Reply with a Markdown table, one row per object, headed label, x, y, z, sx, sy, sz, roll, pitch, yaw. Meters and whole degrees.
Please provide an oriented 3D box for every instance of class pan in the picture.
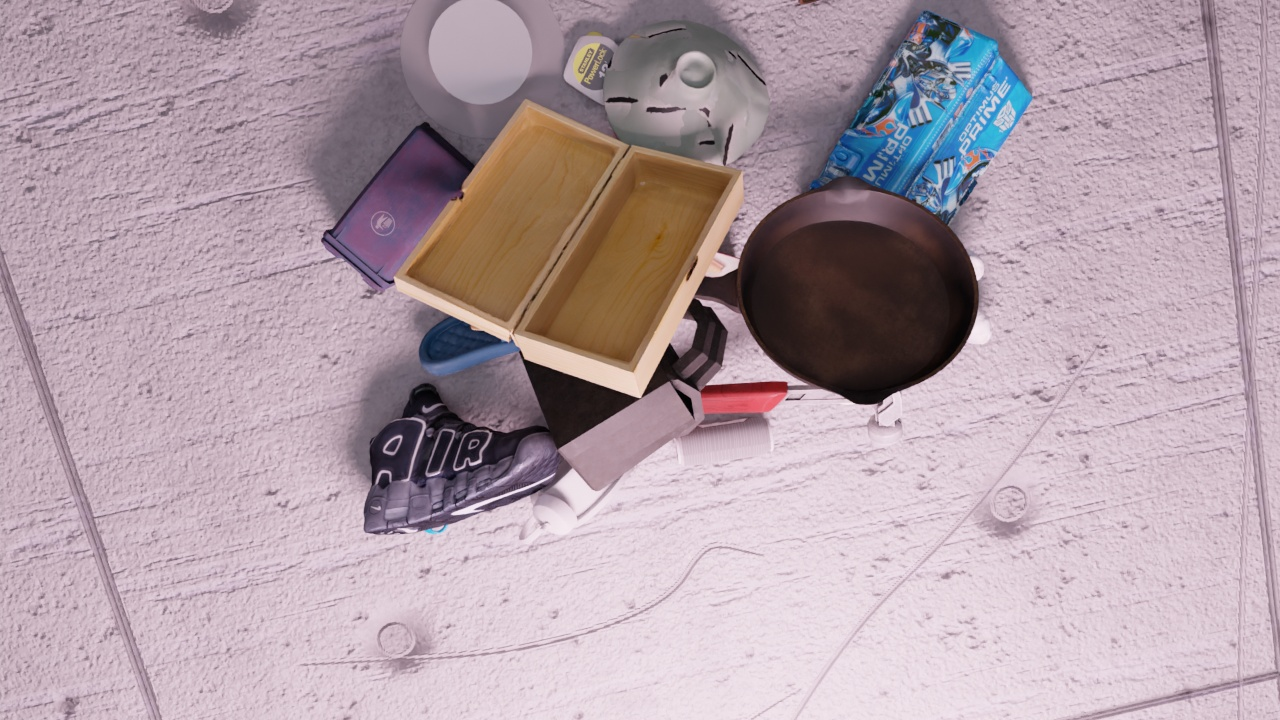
| label | x | y | z | sx | sy | sz | roll | pitch | yaw |
| --- | --- | --- | --- | --- | --- | --- | --- | --- | --- |
| pan | 0.143 | -0.065 | 0.899 | 0.356 | 0.043 | 0.248 | 0 | 66 | 3 |

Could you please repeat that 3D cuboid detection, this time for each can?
| label | x | y | z | sx | sy | sz | roll | pitch | yaw |
| --- | --- | --- | --- | --- | --- | --- | --- | --- | --- |
| can | 0.093 | 0.091 | 1.029 | 0.106 | 0.044 | 0.044 | -8 | 100 | -1 |

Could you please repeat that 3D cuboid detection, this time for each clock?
| label | x | y | z | sx | sy | sz | roll | pitch | yaw |
| --- | --- | --- | --- | --- | --- | --- | --- | --- | --- |
| clock | -0.070 | 0.141 | 0.997 | 0.061 | 0.120 | 0.159 | 44 | 87 | -9 |

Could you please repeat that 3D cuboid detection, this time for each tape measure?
| label | x | y | z | sx | sy | sz | roll | pitch | yaw |
| --- | --- | --- | --- | --- | --- | --- | --- | --- | --- |
| tape measure | -0.044 | -0.309 | 0.971 | 0.065 | 0.016 | 0.064 | 27 | 97 | -6 |

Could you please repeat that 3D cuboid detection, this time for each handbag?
| label | x | y | z | sx | sy | sz | roll | pitch | yaw |
| --- | --- | --- | --- | --- | --- | --- | --- | --- | --- |
| handbag | -0.005 | 0.006 | 0.948 | 0.199 | 0.197 | 0.102 | -31 | 132 | 3 |

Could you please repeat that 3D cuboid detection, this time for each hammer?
| label | x | y | z | sx | sy | sz | roll | pitch | yaw |
| --- | --- | --- | --- | --- | --- | --- | --- | --- | --- |
| hammer | 0.114 | 0.038 | 0.979 | 0.316 | 0.036 | 0.126 | -3 | 132 | 16 |

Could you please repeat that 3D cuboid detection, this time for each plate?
| label | x | y | z | sx | sy | sz | roll | pitch | yaw |
| --- | --- | --- | --- | --- | --- | --- | --- | --- | --- |
| plate | -0.167 | -0.322 | 0.962 | 0.173 | 0.019 | 0.173 | 0 | 99 | -2 |

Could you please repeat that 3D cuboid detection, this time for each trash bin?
| label | x | y | z | sx | sy | sz | roll | pitch | yaw |
| --- | --- | --- | --- | --- | --- | --- | --- | --- | --- |
| trash bin | -0.245 | -0.157 | 0.955 | 0.094 | 0.092 | 0.161 | 41 | 100 | -8 |

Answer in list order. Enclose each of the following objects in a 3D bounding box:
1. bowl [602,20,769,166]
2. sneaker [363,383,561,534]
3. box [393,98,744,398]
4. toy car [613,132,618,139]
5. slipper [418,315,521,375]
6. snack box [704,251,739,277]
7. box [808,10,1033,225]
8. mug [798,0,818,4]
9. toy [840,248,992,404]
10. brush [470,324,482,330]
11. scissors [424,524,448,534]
| label | x | y | z | sx | sy | sz | roll | pitch | yaw |
| --- | --- | --- | --- | --- | --- | --- | --- | --- | --- |
| bowl | 0.051 | -0.281 | 0.931 | 0.174 | 0.068 | 0.174 | 1 | 82 | -7 |
| sneaker | -0.195 | 0.086 | 0.972 | 0.253 | 0.097 | 0.150 | -23 | 72 | 24 |
| box | -0.061 | -0.117 | 0.877 | 0.257 | 0.076 | 0.246 | 25 | 63 | 9 |
| toy car | 0.013 | -0.225 | 0.976 | 0.089 | 0.038 | 0.025 | 20 | 99 | -6 |
| slipper | -0.146 | -0.054 | 0.968 | 0.214 | 0.103 | 0.059 | -24 | 132 | 12 |
| snack box | -0.025 | -0.126 | 0.973 | 0.273 | 0.076 | 0.044 | 15 | 94 | -4 |
| box | 0.300 | -0.223 | 0.971 | 0.167 | 0.075 | 0.244 | 31 | 97 | -8 |
| mug | 0.199 | -0.423 | 0.935 | 0.110 | 0.085 | 0.081 | -25 | 99 | -30 |
| toy | 0.271 | -0.040 | 0.989 | 0.209 | 0.085 | 0.138 | -25 | 125 | -5 |
| brush | -0.134 | -0.078 | 0.912 | 0.049 | 0.039 | 0.117 | 4 | 66 | 6 |
| scissors | -0.220 | 0.132 | 1.039 | 0.073 | 0.016 | 0.134 | 38 | 95 | -5 |
